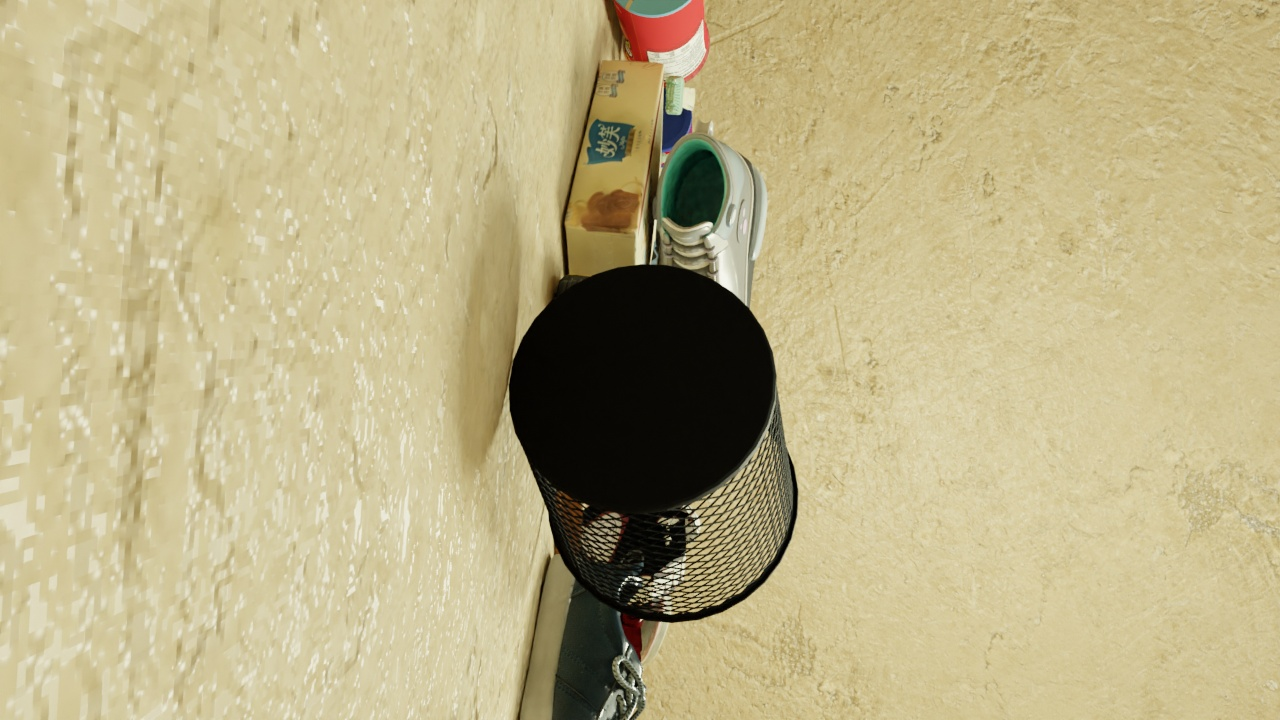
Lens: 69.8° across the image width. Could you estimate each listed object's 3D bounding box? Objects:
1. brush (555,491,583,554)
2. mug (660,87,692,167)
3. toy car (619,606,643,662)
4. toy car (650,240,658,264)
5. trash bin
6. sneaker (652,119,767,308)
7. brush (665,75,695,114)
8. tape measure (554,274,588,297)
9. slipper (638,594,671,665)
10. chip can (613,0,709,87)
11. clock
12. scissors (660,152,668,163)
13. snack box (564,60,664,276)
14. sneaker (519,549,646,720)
[{"bbox_3d":[-0.060,0.152,0.779,0.048,0.017,0.127,-79,174,-59],"label":"brush"},{"bbox_3d":[0.010,-0.243,1.015,0.112,0.075,0.076,-59,177,0],"label":"mug"},{"bbox_3d":[-0.032,0.283,1.070,0.169,0.062,0.070,-98,-171,-55],"label":"toy car"},{"bbox_3d":[0.040,-0.132,1.153,0.055,0.154,0.056,58,21,-8],"label":"toy car"},{"bbox_3d":[0.011,0.054,0.582,0.210,0.184,0.183,75,20,-64],"label":"trash bin"},{"bbox_3d":[0.040,-0.053,0.734,0.160,0.093,0.256,-10,107,-78],"label":"sneaker"},{"bbox_3d":[0.041,-0.250,0.871,0.217,0.012,0.033,-59,154,-73],"label":"brush"},{"bbox_3d":[-0.027,-0.037,0.631,0.064,0.066,0.037,7,92,-50],"label":"tape measure"},{"bbox_3d":[-0.021,0.313,1.204,0.274,0.054,0.114,-163,-85,-77],"label":"slipper"},{"bbox_3d":[0.018,-0.311,0.813,0.213,0.087,0.087,-28,123,-85],"label":"chip can"},{"bbox_3d":[-0.002,0.167,0.910,0.154,0.115,0.065,-53,153,-49],"label":"clock"},{"bbox_3d":[0.009,-0.194,0.889,0.173,0.021,0.171,-155,-124,-71],"label":"scissors"},{"bbox_3d":[-0.018,-0.121,0.749,0.154,0.055,0.206,92,5,-51],"label":"snack box"},{"bbox_3d":[-0.040,0.252,0.684,0.089,0.087,0.235,90,6,-57],"label":"sneaker"}]
